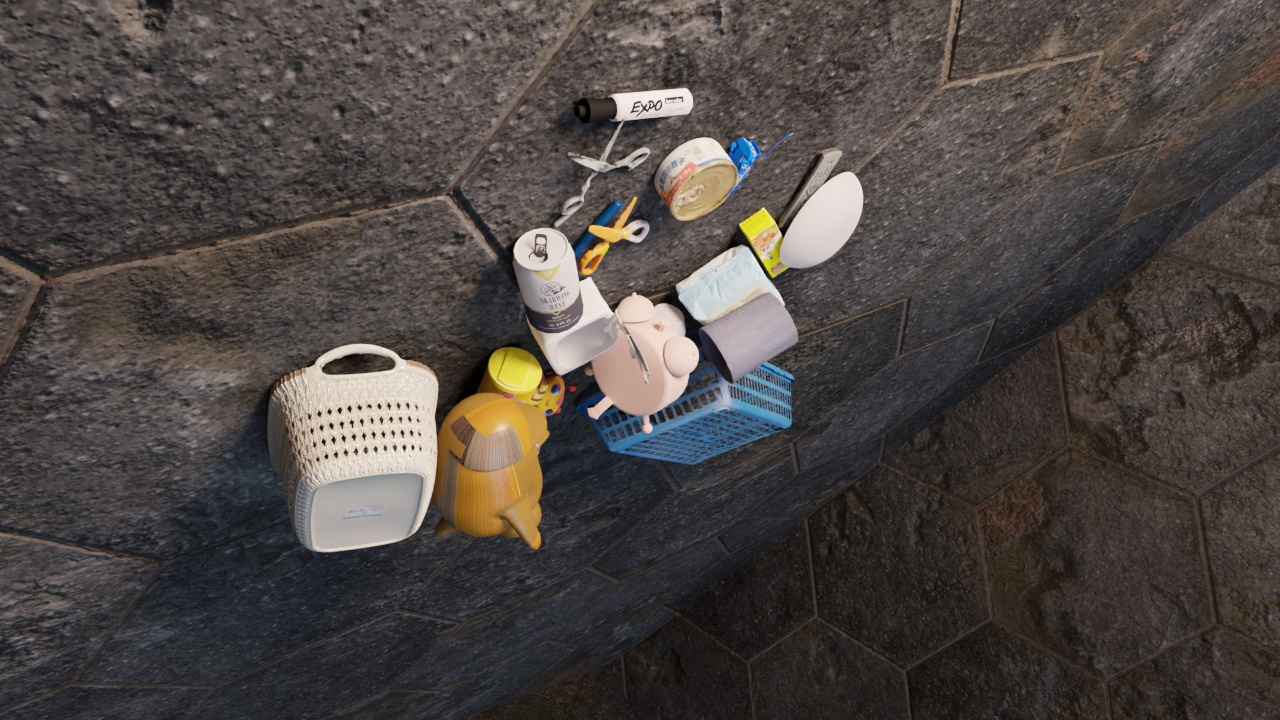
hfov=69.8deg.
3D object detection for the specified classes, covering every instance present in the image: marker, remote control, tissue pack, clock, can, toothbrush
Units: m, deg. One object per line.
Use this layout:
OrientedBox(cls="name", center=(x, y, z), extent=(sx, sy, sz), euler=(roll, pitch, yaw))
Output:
OrientedBox(cls="marker", center=(-0.006, -0.239, 0.861), extent=(0.125, 0.025, 0.025), euler=(-15, 152, -33))
OrientedBox(cls="remote control", center=(0.216, -0.220, 1.181), extent=(0.033, 0.013, 0.137), euler=(-18, 153, -30))
OrientedBox(cls="tissue pack", center=(0.127, -0.088, 1.270), extent=(0.112, 0.070, 0.182), euler=(-35, 159, 9))
OrientedBox(cls="clock", center=(-0.007, 0.007, 1.201), extent=(0.086, 0.131, 0.161), euler=(-25, 155, -52))
OrientedBox(cls="can", center=(-0.170, 0.037, 1.158), extent=(0.067, 0.067, 0.105), euler=(-15, 153, -34))
OrientedBox(cls="can", center=(-0.099, -0.087, 0.986), extent=(0.064, 0.064, 0.127), euler=(-26, 148, -13))
OrientedBox(cls="can", center=(0.060, -0.197, 1.000), extent=(0.086, 0.043, 0.086), euler=(-26, 156, -13))
OrientedBox(cls="toothbrush", center=(-0.075, -0.120, 1.029), extent=(0.168, 0.014, 0.014), euler=(-45, 153, 28))

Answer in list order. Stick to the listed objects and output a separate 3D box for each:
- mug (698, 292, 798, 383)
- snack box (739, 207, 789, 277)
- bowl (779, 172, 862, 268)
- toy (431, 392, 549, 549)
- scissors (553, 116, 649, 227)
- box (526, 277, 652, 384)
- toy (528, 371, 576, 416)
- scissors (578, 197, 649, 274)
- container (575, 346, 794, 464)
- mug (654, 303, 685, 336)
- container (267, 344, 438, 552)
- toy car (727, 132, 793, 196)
OrientedBox(cls="mug", center=(0.138, -0.031, 1.220), extent=(0.104, 0.084, 0.124), euler=(-31, -176, -7))
OrientedBox(cls="snack box", center=(0.172, -0.156, 1.236), extent=(0.040, 0.029, 0.148), euler=(-35, 157, 8))
OrientedBox(cls="bowl", center=(0.253, -0.177, 1.229), extent=(0.149, 0.043, 0.150), euler=(-38, 156, -21))
OrientedBox(cls="toy", center=(-0.180, 0.118, 1.107), extent=(0.162, 0.198, 0.204), euler=(-32, 151, -32))
OrientedBox(cls="scissors", center=(-0.047, -0.184, 0.910), extent=(0.141, 0.014, 0.174), euler=(-23, 166, -48))
OrientedBox(cls="box", center=(-0.050, -0.014, 1.117), extent=(0.126, 0.136, 0.109), euler=(-28, 159, -6))
OrientedBox(cls="toy", center=(-0.133, 0.048, 1.250), extent=(0.084, 0.046, 0.103), euler=(-44, 164, 12))
OrientedBox(cls="scissors", center=(-0.026, -0.141, 1.028), extent=(0.127, 0.011, 0.126), euler=(-26, 162, -40))
OrientedBox(cls="container", center=(0.094, 0.085, 1.469), extent=(0.258, 0.089, 0.361), euler=(-24, 160, 22))
OrientedBox(cls="mug", center=(0.033, -0.018, 1.247), extent=(0.071, 0.107, 0.090), euler=(-7, 139, -28))
OrientedBox(cls="container", center=(-0.317, 0.109, 1.029), extent=(0.184, 0.142, 0.247), euler=(-5, 148, -23))
OrientedBox(cls="toy car", center=(0.126, -0.222, 1.037), extent=(0.061, 0.033, 0.092), euler=(-6, 147, -33))
